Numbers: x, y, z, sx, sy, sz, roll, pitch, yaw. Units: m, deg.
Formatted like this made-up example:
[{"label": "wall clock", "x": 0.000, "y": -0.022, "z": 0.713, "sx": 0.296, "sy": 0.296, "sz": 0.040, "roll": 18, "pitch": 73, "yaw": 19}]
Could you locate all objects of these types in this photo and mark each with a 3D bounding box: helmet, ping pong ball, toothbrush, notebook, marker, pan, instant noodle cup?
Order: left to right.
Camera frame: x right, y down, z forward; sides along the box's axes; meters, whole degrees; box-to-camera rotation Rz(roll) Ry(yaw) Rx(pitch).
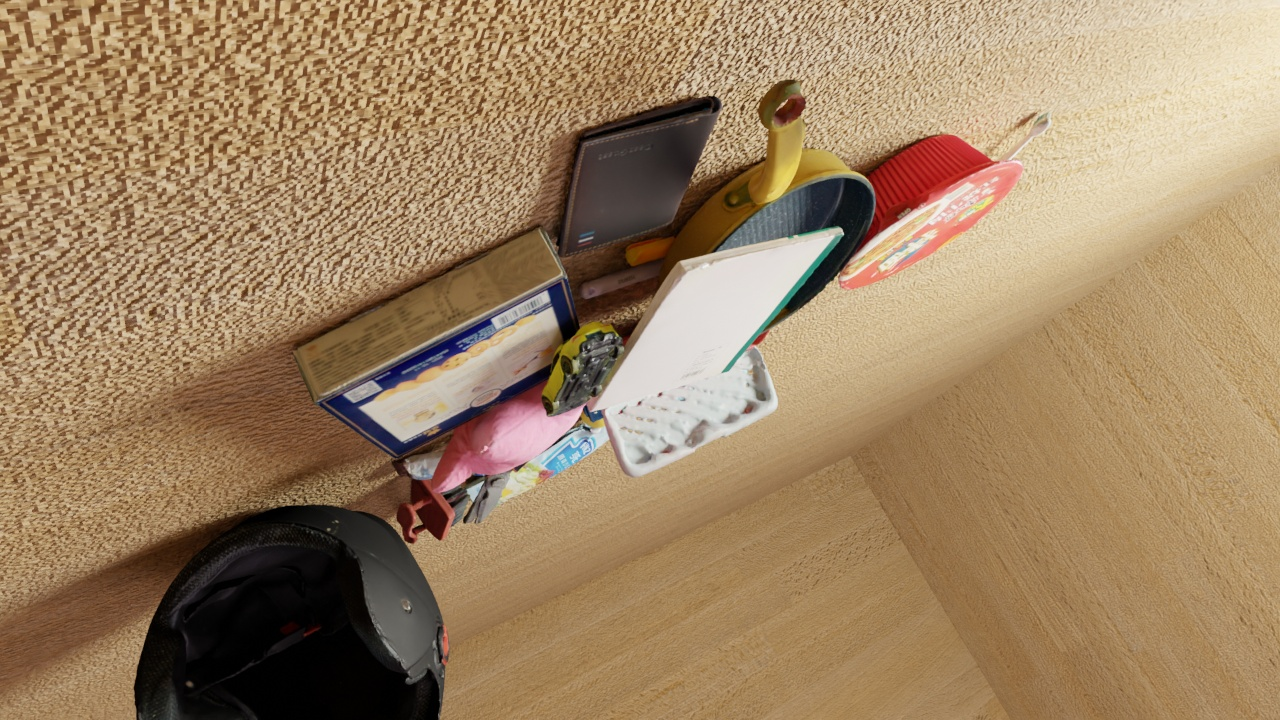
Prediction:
[{"label": "helmet", "x": -0.293, "y": 0.260, "z": 0.831, "sx": 0.233, "sy": 0.275, "sz": 0.230, "roll": -21, "pitch": -169, "yaw": 2}, {"label": "ping pong ball", "x": -0.047, "y": 0.055, "z": 1.014, "sx": 0.040, "sy": 0.040, "sz": 0.040, "roll": -27, "pitch": 164, "yaw": -8}, {"label": "toothbrush", "x": 0.031, "y": -0.082, "z": 0.763, "sx": 0.188, "sy": 0.029, "sz": 0.021, "roll": -20, "pitch": -157, "yaw": -26}, {"label": "marker", "x": 0.036, "y": -0.096, "z": 0.738, "sx": 0.123, "sy": 0.015, "sz": 0.018, "roll": -20, "pitch": 157, "yaw": -37}, {"label": "notebook", "x": 0.053, "y": -0.027, "z": 0.725, "sx": 0.150, "sy": 0.012, "sz": 0.210, "roll": -15, "pitch": 157, "yaw": -30}, {"label": "pan", "x": 0.096, "y": -0.105, "z": 0.679, "sx": 0.197, "sy": 0.078, "sz": 0.357, "roll": -34, "pitch": 154, "yaw": -3}, {"label": "instant noodle cup", "x": 0.256, "y": -0.147, "z": 0.864, "sx": 0.193, "sy": 0.066, "sz": 0.194, "roll": -27, "pitch": 165, "yaw": -8}, {"label": "toothbrush", "x": 0.360, "y": -0.186, "z": 0.991, "sx": 0.225, "sy": 0.026, "sz": 0.027, "roll": -51, "pitch": -168, "yaw": 54}]

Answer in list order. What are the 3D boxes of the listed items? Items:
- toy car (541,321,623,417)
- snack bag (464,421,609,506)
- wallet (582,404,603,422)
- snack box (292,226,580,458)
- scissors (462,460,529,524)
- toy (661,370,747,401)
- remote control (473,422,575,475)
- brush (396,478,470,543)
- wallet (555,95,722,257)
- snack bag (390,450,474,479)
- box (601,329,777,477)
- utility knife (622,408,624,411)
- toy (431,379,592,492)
[{"label": "toy car", "x": -0.049, "y": 0.007, "z": 0.704, "sx": 0.048, "sy": 0.032, "sz": 0.105, "roll": -22, "pitch": 156, "yaw": -32}, {"label": "snack bag", "x": -0.118, "y": 0.123, "z": 1.120, "sx": 0.191, "sy": 0.039, "sz": 0.110, "roll": -28, "pitch": 155, "yaw": -5}, {"label": "wallet", "x": -0.006, "y": 0.005, "z": 0.938, "sx": 0.133, "sy": 0.040, "sz": 0.106, "roll": -30, "pitch": 159, "yaw": -8}, {"label": "snack box", "x": -0.132, "y": -0.005, "z": 0.672, "sx": 0.178, "sy": 0.045, "sz": 0.183, "roll": -28, "pitch": 164, "yaw": -7}, {"label": "scissors", "x": -0.163, "y": 0.119, "z": 0.987, "sx": 0.207, "sy": 0.015, "sz": 0.192, "roll": -31, "pitch": 147, "yaw": 13}, {"label": "toy", "x": 0.073, "y": 0.023, "z": 1.111, "sx": 0.156, "sy": 0.049, "sz": 0.162, "roll": -13, "pitch": 152, "yaw": -24}, {"label": "remote control", "x": -0.130, "y": 0.088, "z": 1.006, "sx": 0.125, "sy": 0.024, "sz": 0.049, "roll": -32, "pitch": 164, "yaw": 15}, {"label": "brush", "x": -0.232, "y": 0.164, "z": 1.001, "sx": 0.069, "sy": 0.063, "sz": 0.146, "roll": -35, "pitch": 170, "yaw": -26}, {"label": "wallet", "x": -0.005, "y": -0.117, "z": 0.594, "sx": 0.096, "sy": 0.020, "sz": 0.122, "roll": -22, "pitch": 161, "yaw": -21}, {"label": "snack bag", "x": -0.191, "y": 0.102, "z": 0.909, "sx": 0.104, "sy": 0.026, "sz": 0.048, "roll": -8, "pitch": 160, "yaw": -8}, {"label": "box", "x": 0.051, "y": 0.016, "z": 0.902, "sx": 0.200, "sy": 0.074, "sz": 0.155, "roll": -21, "pitch": 123, "yaw": -29}, {"label": "utility knife", "x": -0.019, "y": 0.053, "z": 1.109, "sx": 0.029, "sy": 0.013, "sz": 0.180, "roll": -29, "pitch": 166, "yaw": -12}, {"label": "toy", "x": -0.102, "y": 0.047, "z": 0.804, "sx": 0.195, "sy": 0.074, "sz": 0.178, "roll": -35, "pitch": -173, "yaw": 14}]
